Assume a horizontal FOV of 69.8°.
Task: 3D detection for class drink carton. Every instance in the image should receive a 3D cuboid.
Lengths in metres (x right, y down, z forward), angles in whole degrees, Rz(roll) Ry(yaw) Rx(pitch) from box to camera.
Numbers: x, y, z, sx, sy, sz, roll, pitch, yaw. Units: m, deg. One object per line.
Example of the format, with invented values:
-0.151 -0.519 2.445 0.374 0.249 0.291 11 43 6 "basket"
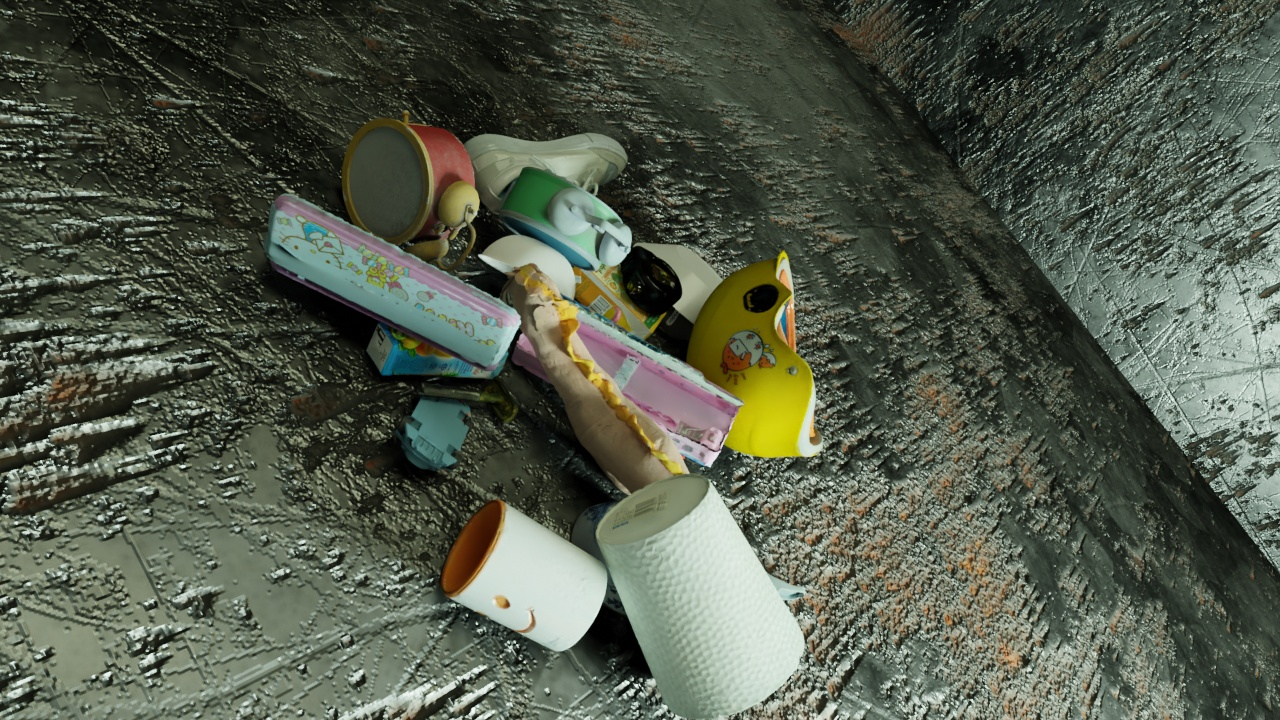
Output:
-0.180 -0.007 0.831 0.128 0.039 0.044 4 34 -46 "drink carton"
-0.033 -0.076 1.065 0.122 0.041 0.058 44 34 -6 "drink carton"

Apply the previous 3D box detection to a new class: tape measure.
0.013 -0.089 1.054 0.072 0.042 0.071 27 36 -33 "tape measure"

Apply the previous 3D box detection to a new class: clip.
0.108 0.236 0.931 0.162 0.027 0.090 32 39 -22 "clip"

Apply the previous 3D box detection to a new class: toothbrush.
-0.036 -0.044 0.985 0.016 0.021 0.135 31 -7 -6 "toothbrush"

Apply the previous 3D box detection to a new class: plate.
0.068 -0.101 1.166 0.174 0.036 0.173 38 21 -18 "plate"

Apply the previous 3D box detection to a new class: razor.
-0.156 0.031 0.816 0.105 0.026 0.042 13 37 -55 "razor"

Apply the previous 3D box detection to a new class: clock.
-0.071 -0.147 0.960 0.122 0.075 0.162 33 -7 -41 "clock"
-0.208 -0.158 0.883 0.159 0.117 0.081 54 31 14 "clock"

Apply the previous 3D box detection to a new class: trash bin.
0.044 0.190 0.767 0.161 0.134 0.133 64 32 -13 "trash bin"

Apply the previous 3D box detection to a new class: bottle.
0.033 -0.054 1.121 0.110 0.036 0.036 38 35 -15 "bottle"

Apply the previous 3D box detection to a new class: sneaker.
-0.101 -0.212 1.090 0.241 0.090 0.090 -13 71 -46 "sneaker"

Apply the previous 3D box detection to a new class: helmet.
0.120 -0.001 1.050 0.209 0.140 0.239 63 19 -59 "helmet"

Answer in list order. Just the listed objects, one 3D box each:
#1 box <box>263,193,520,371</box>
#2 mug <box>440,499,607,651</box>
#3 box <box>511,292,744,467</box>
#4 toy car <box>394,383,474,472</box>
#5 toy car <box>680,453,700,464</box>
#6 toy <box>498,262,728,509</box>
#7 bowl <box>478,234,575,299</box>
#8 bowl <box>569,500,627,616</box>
-0.208 -0.060 0.774 0.214 0.140 0.062 27 79 -8 "box"
-0.091 0.170 0.724 0.105 0.082 0.082 35 37 -21 "mug"
-0.005 0.004 0.913 0.230 0.091 0.084 29 43 3 "box"
-0.178 0.060 0.783 0.060 0.027 0.107 39 18 -14 "toy car"
0.027 0.078 0.973 0.100 0.049 0.051 24 41 -32 "toy car"
-0.031 0.028 0.830 0.065 0.196 0.264 -39 119 -29 "toy"
-0.108 -0.101 0.947 0.110 0.040 0.110 26 -4 2 "bowl"
-0.006 0.174 0.847 0.114 0.045 0.114 29 39 -27 "bowl"
